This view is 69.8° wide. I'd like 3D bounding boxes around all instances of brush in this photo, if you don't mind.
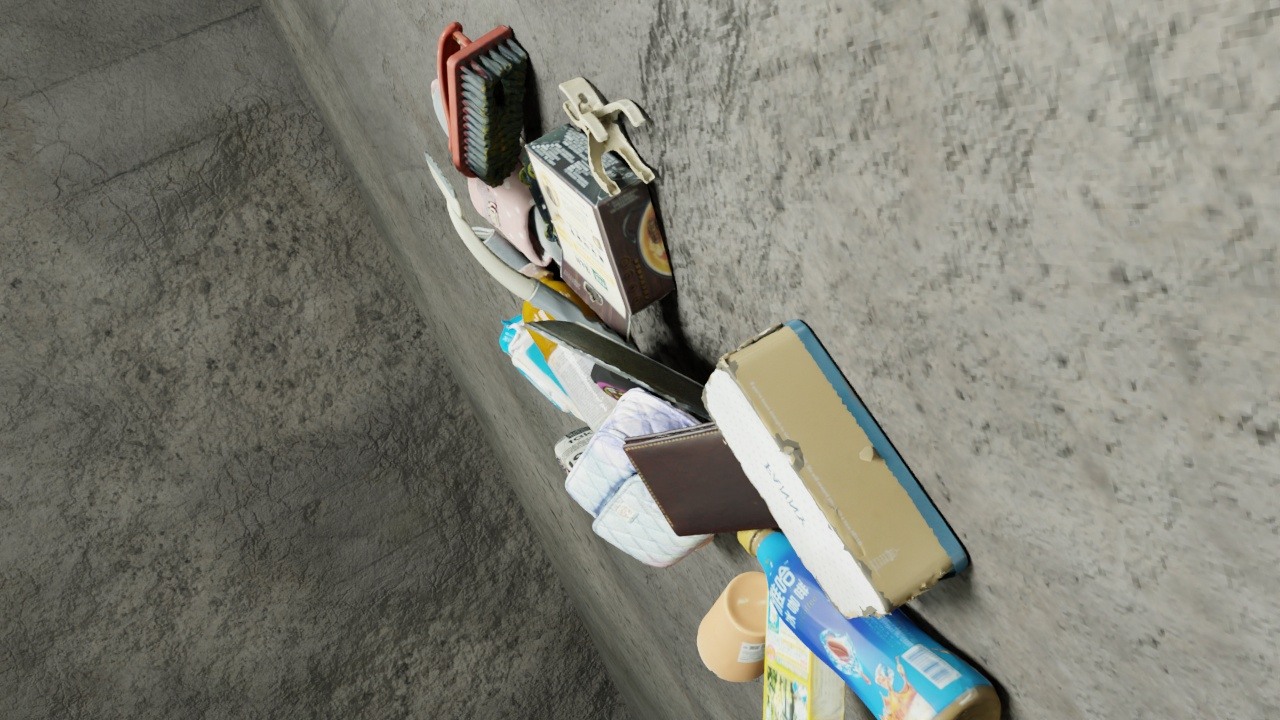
[{"bbox_3d":[-0.136,-0.209,0.767,0.069,0.063,0.146,39,151,14],"label":"brush"}]

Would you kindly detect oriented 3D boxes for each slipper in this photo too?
[{"bbox_3d":[-0.144,-0.181,0.892,0.274,0.054,0.114,51,161,29],"label":"slipper"}]

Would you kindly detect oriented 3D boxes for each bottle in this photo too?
[{"bbox_3d":[0.135,0.171,0.609,0.219,0.065,0.065,40,154,53],"label":"bottle"},{"bbox_3d":[-0.060,-0.012,0.891,0.189,0.068,0.068,55,164,11],"label":"bottle"}]

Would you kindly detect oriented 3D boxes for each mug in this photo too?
[{"bbox_3d":[0.098,0.245,0.852,0.078,0.078,0.123,54,159,25],"label":"mug"}]

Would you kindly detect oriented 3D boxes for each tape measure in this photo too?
[{"bbox_3d":[-0.009,0.015,0.821,0.058,0.039,0.057,33,163,-18],"label":"tape measure"}]

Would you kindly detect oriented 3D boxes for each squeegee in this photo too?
[{"bbox_3d":[-0.096,-0.071,0.800,0.246,0.039,0.246,42,-178,-26],"label":"squeegee"}]

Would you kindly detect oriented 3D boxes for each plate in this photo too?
[{"bbox_3d":[-0.004,0.004,0.701,0.179,0.024,0.179,27,179,0],"label":"plate"}]

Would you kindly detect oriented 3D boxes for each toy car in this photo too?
[{"bbox_3d":[-0.073,-0.136,0.781,0.091,0.036,0.043,63,166,-13],"label":"toy car"}]

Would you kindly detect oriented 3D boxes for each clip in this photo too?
[{"bbox_3d":[-0.024,-0.145,0.616,0.103,0.035,0.092,42,155,61],"label":"clip"}]

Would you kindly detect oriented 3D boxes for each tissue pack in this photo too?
[{"bbox_3d":[-0.091,0.005,0.985,0.140,0.063,0.090,45,172,-16],"label":"tissue pack"}]

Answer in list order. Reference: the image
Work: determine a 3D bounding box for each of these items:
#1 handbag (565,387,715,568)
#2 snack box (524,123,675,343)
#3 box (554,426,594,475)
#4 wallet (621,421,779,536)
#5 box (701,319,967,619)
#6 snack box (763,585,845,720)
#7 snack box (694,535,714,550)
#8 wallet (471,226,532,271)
[{"bbox_3d":[0.009,0.111,0.796,0.134,0.075,0.194,35,153,3],"label":"handbag"},{"bbox_3d":[-0.031,-0.096,0.686,0.113,0.053,0.126,46,162,43],"label":"snack box"},{"bbox_3d":[-0.041,0.109,0.966,0.164,0.070,0.057,31,123,57],"label":"box"},{"bbox_3d":[0.055,0.085,0.655,0.123,0.020,0.096,-14,115,36],"label":"wallet"},{"bbox_3d":[0.109,0.070,0.532,0.184,0.059,0.090,56,165,11],"label":"box"},{"bbox_3d":[0.125,0.240,0.706,0.087,0.033,0.140,162,113,-75],"label":"snack box"},{"bbox_3d":[0.022,0.113,0.942,0.157,0.026,0.085,51,162,31],"label":"snack box"},{"bbox_3d":[-0.125,-0.094,0.980,0.129,0.037,0.106,43,174,-25],"label":"wallet"}]
